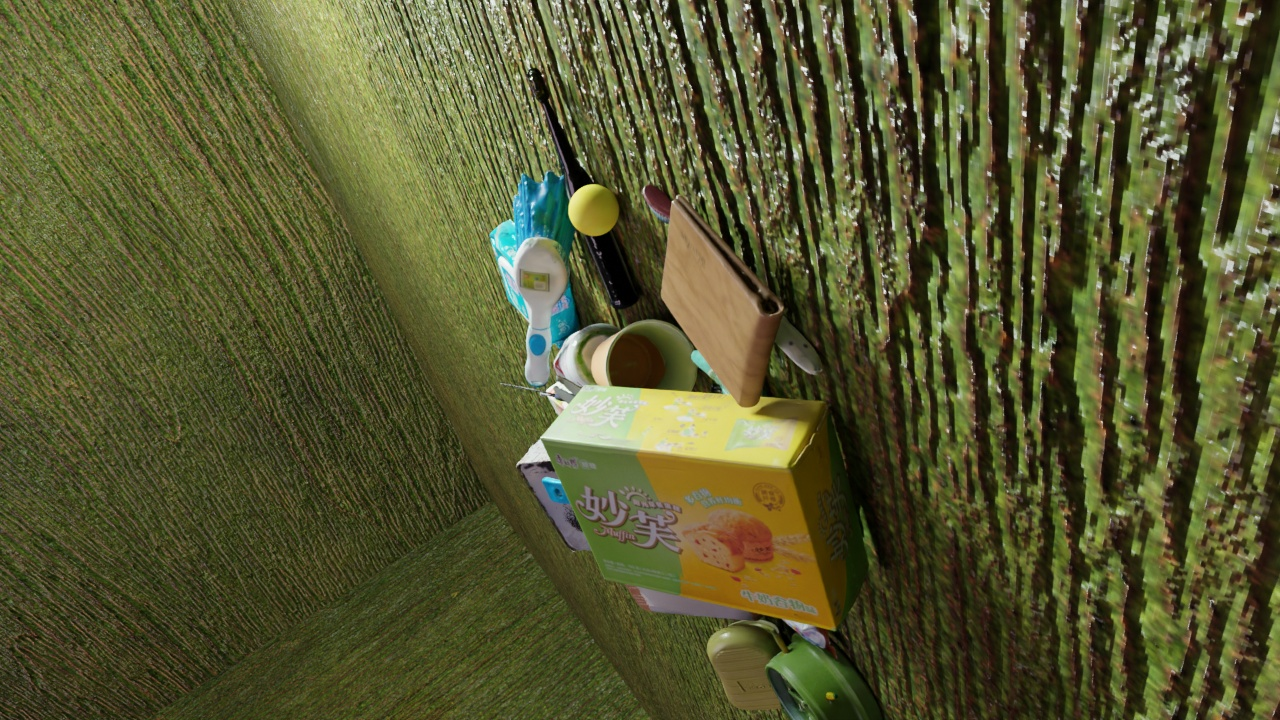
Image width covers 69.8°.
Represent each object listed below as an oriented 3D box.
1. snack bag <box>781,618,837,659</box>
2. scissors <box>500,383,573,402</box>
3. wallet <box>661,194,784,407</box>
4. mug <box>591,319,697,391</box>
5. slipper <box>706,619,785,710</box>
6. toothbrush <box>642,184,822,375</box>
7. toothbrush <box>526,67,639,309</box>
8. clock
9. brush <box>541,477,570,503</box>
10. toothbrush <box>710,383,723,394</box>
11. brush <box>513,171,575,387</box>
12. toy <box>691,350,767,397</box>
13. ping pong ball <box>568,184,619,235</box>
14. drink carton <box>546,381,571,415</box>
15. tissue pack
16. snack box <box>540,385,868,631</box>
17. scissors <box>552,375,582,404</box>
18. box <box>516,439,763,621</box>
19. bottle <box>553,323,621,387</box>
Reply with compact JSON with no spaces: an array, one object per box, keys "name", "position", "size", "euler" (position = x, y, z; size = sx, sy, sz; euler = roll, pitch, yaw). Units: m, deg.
[{"name":"snack bag","position":[0.147,0.238,0.863],"size":[0.105,0.026,0.045],"euler":[29,144,55]},{"name":"scissors","position":[-0.074,0.042,0.993],"size":[0.174,0.162,0.012],"euler":[149,134,-84]},{"name":"wallet","position":[0.049,-0.038,0.604],"size":[0.115,0.020,0.101],"euler":[53,157,29]},{"name":"mug","position":[-0.005,0.005,0.809],"size":[0.078,0.078,0.123],"euler":[60,168,-8]},{"name":"slipper","position":[0.128,0.319,0.998],"size":[0.191,0.092,0.081],"euler":[62,-154,-46]},{"name":"toothbrush","position":[0.058,-0.056,0.614],"size":[0.187,0.016,0.017],"euler":[50,170,26]},{"name":"toothbrush","position":[-0.048,-0.137,0.756],"size":[0.027,0.026,0.213],"euler":[-102,-9,-61]},{"name":"clock","position":[0.177,0.333,0.895],"size":[0.116,0.056,0.161],"euler":[41,157,49]},{"name":"brush","position":[0.012,0.107,0.784],"size":[0.255,0.045,0.083],"euler":[-9,114,36]},{"name":"toothbrush","position":[0.106,0.100,0.759],"size":[0.016,0.014,0.189],"euler":[-16,107,49]},{"name":"brush","position":[-0.097,-0.064,0.895],"size":[0.315,0.060,0.109],"euler":[111,163,-72]},{"name":"toy","position":[0.083,0.030,0.673],"size":[0.097,0.030,0.092],"euler":[8,133,60]},{"name":"ping pong ball","position":[-0.037,-0.119,0.729],"size":[0.040,0.040,0.040],"euler":[51,163,23]},{"name":"drink carton","position":[-0.063,0.061,1.110],"size":[0.122,0.053,0.045],"euler":[36,155,53]},{"name":"tissue pack","position":[-0.116,-0.082,1.011],"size":[0.093,0.050,0.134],"euler":[47,161,32]},{"name":"snack box","position":[0.047,0.104,0.677],"size":[0.210,0.069,0.158],"euler":[3,128,34]},{"name":"scissors","position":[0.006,0.096,0.823],"size":[0.235,0.021,0.149],"euler":[15,118,25]},{"name":"box","position":[0.008,0.178,0.965],"size":[0.177,0.082,0.260],"euler":[-9,120,42]},{"name":"bottle","position":[-0.057,0.003,0.970],"size":[0.068,0.068,0.197],"euler":[59,167,-4]}]
